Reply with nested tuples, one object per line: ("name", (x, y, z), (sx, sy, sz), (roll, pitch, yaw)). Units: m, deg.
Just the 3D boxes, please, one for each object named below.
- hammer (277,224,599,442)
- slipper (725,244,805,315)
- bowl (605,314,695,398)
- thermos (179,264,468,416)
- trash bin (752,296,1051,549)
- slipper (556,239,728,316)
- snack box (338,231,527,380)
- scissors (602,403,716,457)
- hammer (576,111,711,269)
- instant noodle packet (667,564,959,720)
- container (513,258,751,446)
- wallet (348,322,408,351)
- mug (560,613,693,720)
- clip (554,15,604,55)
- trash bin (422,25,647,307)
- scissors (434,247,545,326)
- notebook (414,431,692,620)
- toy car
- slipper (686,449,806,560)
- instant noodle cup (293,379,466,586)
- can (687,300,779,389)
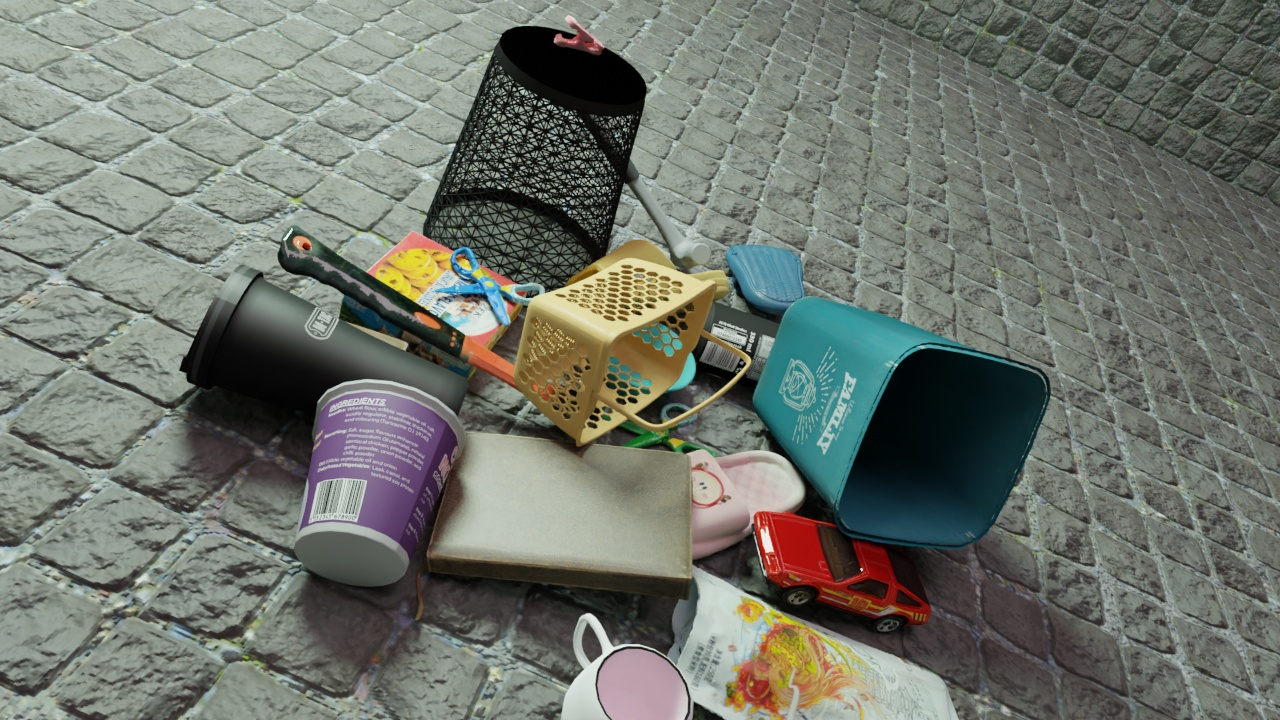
("hammer", (-0.181, -0.023, 0.854), (0.333, 0.033, 0.132), (31, 42, -17))
("slipper", (0.161, -0.104, 1.202), (0.104, 0.059, 0.213), (11, 26, -4))
("bowl", (-0.006, 0.006, 0.981), (0.121, 0.046, 0.121), (16, 38, -13))
("thermos", (-0.260, 0.007, 0.771), (0.218, 0.106, 0.105), (24, 36, -14))
("trash bin", (0.240, 0.046, 0.925), (0.199, 0.197, 0.218), (12, 16, -25))
("slipper", (-0.006, -0.091, 1.045), (0.262, 0.100, 0.078), (-8, 76, -42))
("snack box", (-0.209, -0.058, 0.946), (0.145, 0.040, 0.142), (27, 37, 0))
("scissors", (0.019, 0.070, 0.947), (0.129, 0.012, 0.116), (20, 36, -9))
("hammer", (-0.024, -0.242, 1.134), (0.029, 0.125, 0.311), (-39, 106, -10))
("instant noodle packet", (0.152, 0.268, 0.754), (0.269, 0.057, 0.146), (25, 34, -6))
("container", (-0.001, -0.002, 0.843), (0.167, 0.129, 0.182), (30, 33, 21))
("wallet", (-0.283, 0.003, 0.845), (0.121, 0.027, 0.098), (19, 42, -11))
("mug", (-0.019, 0.244, 0.663), (0.090, 0.076, 0.124), (-7, 47, -35))
("clip", (-0.068, -0.339, 0.975), (0.058, 0.050, 0.023), (48, 13, -52))
("trash bin", (-0.111, -0.221, 1.029), (0.217, 0.244, 0.216), (16, 38, -13))
("scissors", (-0.156, -0.076, 0.957), (0.129, 0.013, 0.125), (-3, 45, -30))
("notebook", (-0.064, 0.140, 0.757), (0.215, 0.035, 0.189), (7, 38, 0))
("toy car", (0.185, 0.192, 0.845), (0.189, 0.056, 0.081), (20, 35, -24))
("slipper", (0.070, 0.126, 0.874), (0.221, 0.056, 0.106), (-8, 47, -36))
("instant noodle cup", (-0.214, 0.102, 0.710), (0.137, 0.122, 0.121), (-14, 45, 21))
("can", (0.127, -0.011, 1.049), (0.146, 0.080, 0.080), (18, 38, -9))
